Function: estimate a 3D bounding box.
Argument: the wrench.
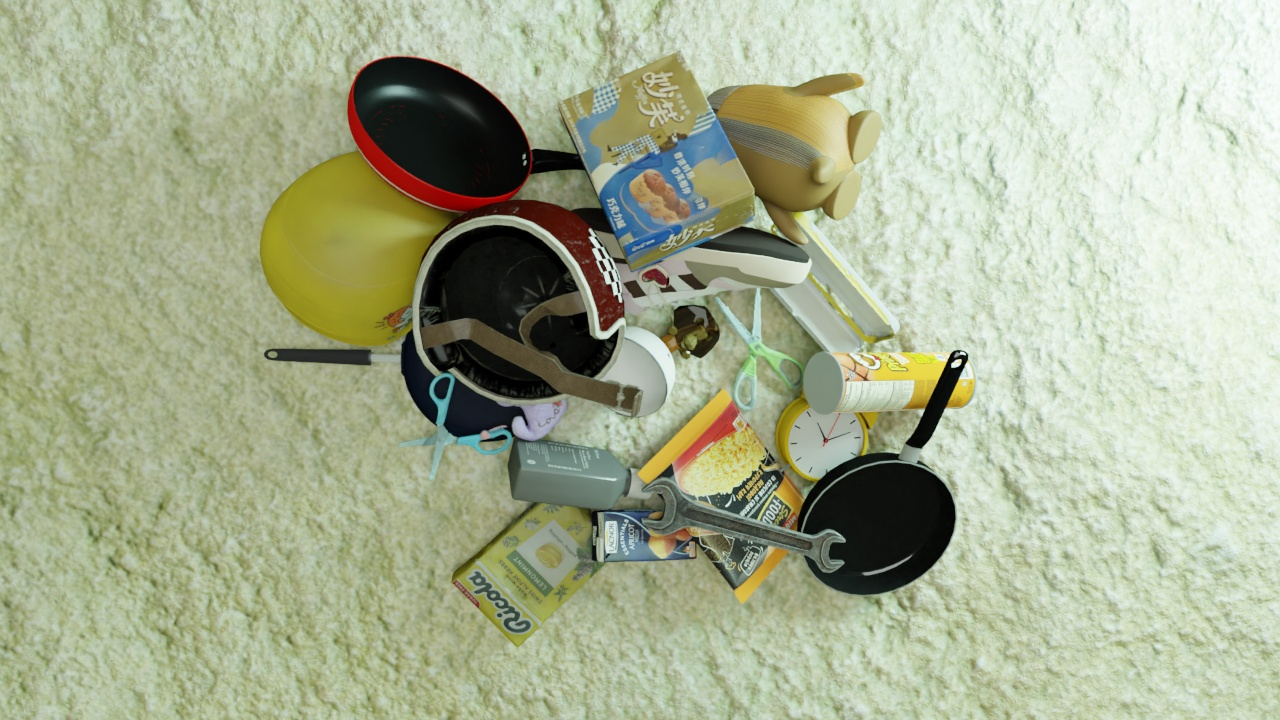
[{"bbox_3d":[0.127,0.205,1.123,0.273,0.010,0.070,17,98,-9],"label":"wrench"}]

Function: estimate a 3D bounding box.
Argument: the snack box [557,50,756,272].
[{"bbox_3d":[0.018,-0.222,1.022,0.155,0.069,0.202,-23,69,-1],"label":"snack box"}]

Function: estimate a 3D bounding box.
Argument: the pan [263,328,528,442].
[{"bbox_3d":[-0.266,-0.002,1.107,0.356,0.021,0.199,2,95,-9],"label":"pan"}]

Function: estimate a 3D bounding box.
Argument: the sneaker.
[{"bbox_3d":[0.050,-0.100,1.088,0.294,0.111,0.116,8,112,4],"label":"sneaker"}]

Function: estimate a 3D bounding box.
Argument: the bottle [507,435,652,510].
[{"bbox_3d":[-0.070,0.141,1.114,0.173,0.083,0.046,10,110,-16],"label":"bottle"}]

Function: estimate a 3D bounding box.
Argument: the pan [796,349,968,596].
[{"bbox_3d":[0.321,0.141,1.144,0.204,0.044,0.356,13,112,-13],"label":"pan"}]

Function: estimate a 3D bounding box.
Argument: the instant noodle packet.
[{"bbox_3d":[0.117,0.170,1.157,0.159,0.032,0.221,-43,103,-22],"label":"instant noodle packet"}]

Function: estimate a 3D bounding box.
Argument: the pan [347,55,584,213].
[{"bbox_3d":[-0.159,-0.239,1.055,0.355,0.067,0.208,12,51,-32],"label":"pan"}]

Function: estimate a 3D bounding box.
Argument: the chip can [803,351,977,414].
[{"bbox_3d":[0.311,0.026,1.137,0.214,0.075,0.075,0,95,-27],"label":"chip can"}]

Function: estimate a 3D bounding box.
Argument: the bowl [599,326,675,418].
[{"bbox_3d":[-0.007,0.007,1.115,0.113,0.063,0.114,16,126,22],"label":"bowl"}]

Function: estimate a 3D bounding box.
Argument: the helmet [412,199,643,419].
[{"bbox_3d":[-0.120,-0.054,0.974,0.233,0.253,0.234,-12,96,10],"label":"helmet"}]

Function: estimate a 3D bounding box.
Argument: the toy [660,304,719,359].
[{"bbox_3d":[0.048,-0.029,1.137,0.100,0.062,0.076,-26,120,9],"label":"toy"}]

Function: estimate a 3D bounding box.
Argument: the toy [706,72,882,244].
[{"bbox_3d":[0.161,-0.257,1.081,0.203,0.162,0.199,29,117,29],"label":"toy"}]

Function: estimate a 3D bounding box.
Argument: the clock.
[{"bbox_3d":[0.240,0.087,1.177,0.113,0.052,0.152,26,95,-10],"label":"clock"}]

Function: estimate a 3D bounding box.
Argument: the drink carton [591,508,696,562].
[{"bbox_3d":[0.004,0.216,1.135,0.130,0.040,0.064,4,79,-25],"label":"drink carton"}]

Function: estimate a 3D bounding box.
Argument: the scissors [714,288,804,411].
[{"bbox_3d":[0.152,-0.019,1.161,0.138,0.028,0.171,-5,112,-8],"label":"scissors"}]

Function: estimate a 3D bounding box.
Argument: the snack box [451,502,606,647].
[{"bbox_3d":[-0.127,0.251,1.140,0.181,0.045,0.121,-42,100,-3],"label":"snack box"}]

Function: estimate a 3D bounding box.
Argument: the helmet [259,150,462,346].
[{"bbox_3d":[-0.311,-0.138,1.019,0.209,0.140,0.240,38,85,-3],"label":"helmet"}]

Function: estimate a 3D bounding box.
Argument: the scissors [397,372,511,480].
[{"bbox_3d":[-0.226,0.077,1.104,0.135,0.015,0.135,-8,95,-13],"label":"scissors"}]

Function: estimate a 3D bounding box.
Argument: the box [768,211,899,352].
[{"bbox_3d":[0.232,-0.090,1.142,0.209,0.080,0.079,47,49,-10],"label":"box"}]

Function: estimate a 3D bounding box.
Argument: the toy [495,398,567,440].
[{"bbox_3d":[-0.140,0.047,1.101,0.099,0.036,0.080,39,87,-11],"label":"toy"}]
